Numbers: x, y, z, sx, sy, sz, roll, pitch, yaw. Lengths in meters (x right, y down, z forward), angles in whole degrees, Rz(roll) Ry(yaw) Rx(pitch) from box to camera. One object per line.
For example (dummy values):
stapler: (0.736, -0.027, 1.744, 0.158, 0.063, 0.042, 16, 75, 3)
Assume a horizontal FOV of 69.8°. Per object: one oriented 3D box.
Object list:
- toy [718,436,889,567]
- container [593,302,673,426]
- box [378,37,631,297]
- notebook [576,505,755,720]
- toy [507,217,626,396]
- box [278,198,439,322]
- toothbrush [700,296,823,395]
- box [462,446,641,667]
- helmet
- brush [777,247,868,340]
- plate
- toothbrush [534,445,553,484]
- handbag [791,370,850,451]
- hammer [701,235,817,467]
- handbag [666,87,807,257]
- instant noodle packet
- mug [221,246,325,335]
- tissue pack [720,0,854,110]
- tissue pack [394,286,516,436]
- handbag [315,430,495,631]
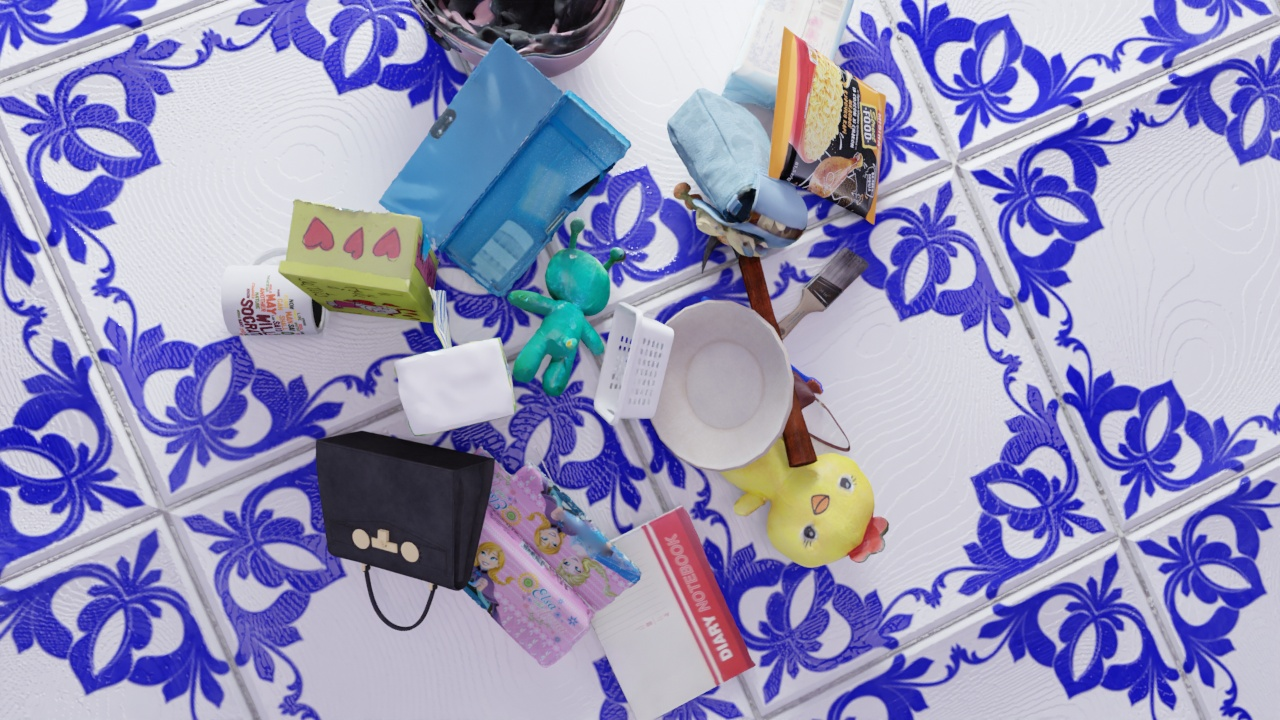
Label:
toy: (0.179, 0.151, 1.040, 0.207, 0.092, 0.133, 39, 77, 6)
container: (-0.006, 0.006, 1.020, 0.049, 0.081, 0.129, 10, 99, -21)
box: (-0.147, -0.200, 0.978, 0.174, 0.033, 0.232, 39, 113, -15)
notebook: (0.023, 0.289, 1.039, 0.153, 0.012, 0.209, -25, 97, -8)
toy: (-0.078, -0.056, 1.016, 0.130, 0.073, 0.193, 30, 72, -31)
box: (-0.275, -0.094, 0.929, 0.124, 0.221, 0.081, 7, 86, -9)
toothbrush: (0.143, -0.017, 1.076, 0.182, 0.018, 0.016, 38, 109, -4)
box: (-0.128, 0.206, 0.998, 0.230, 0.035, 0.160, 46, 104, -3)
helmet: (-0.137, -0.419, 0.996, 0.255, 0.152, 0.230, 24, 86, -2)
brush: (0.209, -0.075, 1.090, 0.151, 0.012, 0.039, -45, 93, -6)
plate: (0.088, 0.028, 1.020, 0.189, 0.027, 0.188, 0, 91, 34)
toothbrush: (-0.084, 0.171, 1.010, 0.010, 0.010, 0.181, -25, 112, -7)
handbag: (0.201, 0.068, 1.074, 0.119, 0.029, 0.055, 41, 108, -10)
hammer: (0.146, -0.026, 1.039, 0.111, 0.028, 0.300, -11, 75, -5)
handbag: (0.096, -0.201, 1.020, 0.119, 0.121, 0.191, -42, 60, 30)
instant noodle packet: (0.216, -0.258, 1.035, 0.220, 0.032, 0.159, 10, 84, -46)
mug: (-0.393, -0.078, 0.993, 0.089, 0.074, 0.105, -1, 61, -7)
tissue pack: (0.173, -0.370, 1.073, 0.112, 0.070, 0.182, 20, 87, -5)
tissue pack: (-0.192, -0.005, 0.945, 0.120, 0.198, 0.141, -13, 91, -14)
handbag: (-0.253, 0.189, 0.966, 0.176, 0.072, 0.196, 9, 98, 24)
